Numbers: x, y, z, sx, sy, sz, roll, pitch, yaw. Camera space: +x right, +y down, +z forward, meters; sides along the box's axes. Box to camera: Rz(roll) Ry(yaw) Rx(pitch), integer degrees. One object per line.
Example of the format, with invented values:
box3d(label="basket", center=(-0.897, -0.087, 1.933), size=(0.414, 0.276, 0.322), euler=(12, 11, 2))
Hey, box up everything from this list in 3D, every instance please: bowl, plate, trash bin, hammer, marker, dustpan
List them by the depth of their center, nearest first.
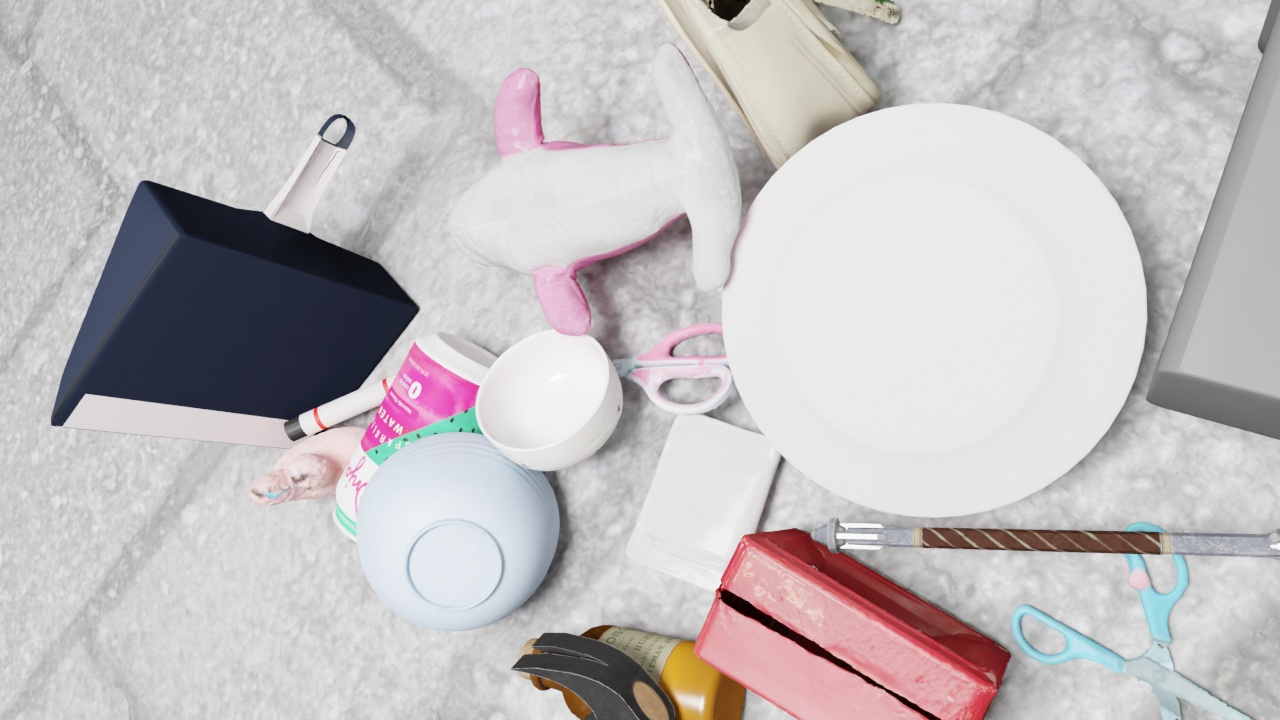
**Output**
box3d(label="trash bin", center=(0.327, -0.078, 0.437), size=(0.098, 0.191, 0.220), euler=(19, 92, 28))
box3d(label="hammer", center=(0.252, 0.098, 0.495), size=(0.323, 0.044, 0.098), euler=(-4, 125, 25))
box3d(label="plate", center=(0.156, -0.026, 0.534), size=(0.243, 0.016, 0.242), euler=(4, 99, 29))
box3d(label="hammer", center=(-0.094, 0.292, 0.635), size=(0.132, 0.040, 0.306), euler=(50, 122, 2))
box3d(label="bowl", center=(-0.131, 0.132, 0.656), size=(0.150, 0.074, 0.151), euler=(-2, 102, -8))
box3d(label="bowl", center=(-0.061, 0.033, 0.660), size=(0.105, 0.054, 0.104), euler=(-14, 49, 16))
box3d(label="dustpan", center=(-0.292, -0.063, 0.722), size=(0.273, 0.236, 0.080), euler=(-49, 63, 12))
box3d(label="marker", center=(-0.231, 0.032, 0.779), size=(0.145, 0.019, 0.019), euler=(-23, 71, 1))

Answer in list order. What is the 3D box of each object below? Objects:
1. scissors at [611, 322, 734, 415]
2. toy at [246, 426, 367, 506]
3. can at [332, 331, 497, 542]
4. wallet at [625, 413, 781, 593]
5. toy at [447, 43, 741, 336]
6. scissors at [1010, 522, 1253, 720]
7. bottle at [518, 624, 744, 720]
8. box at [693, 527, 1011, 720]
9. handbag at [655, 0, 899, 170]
box3d(label="scissors", center=(-0.006, 0.007, 0.682), size=(0.174, 0.017, 0.076), euler=(-1, 59, 31))
box3d(label="toy", center=(-0.272, 0.091, 0.763), size=(0.108, 0.105, 0.053), euler=(-22, 93, 15))
box3d(label="can", center=(-0.170, 0.065, 0.722), size=(0.088, 0.088, 0.166), euler=(33, 97, 27))
box3d(label="wallet", center=(0.047, 0.099, 0.639), size=(0.086, 0.032, 0.116), euler=(21, 83, 27))
box3d(label="toy", center=(-0.029, -0.120, 0.656), size=(0.266, 0.127, 0.187), euler=(-4, 105, 43))
box3d(label="scissors", center=(0.273, 0.165, 0.524), size=(0.126, 0.015, 0.136), euler=(-15, 70, 25))
box3d(label="bottle", center=(-0.012, 0.219, 0.629), size=(0.157, 0.067, 0.067), euler=(3, 83, 27))
box3d(label="box", center=(0.126, 0.163, 0.534), size=(0.158, 0.129, 0.087), euler=(25, 92, 27))
box3d(label="handbag", center=(0.071, -0.260, 0.611), size=(0.132, 0.184, 0.229), euler=(-39, 50, 13))
